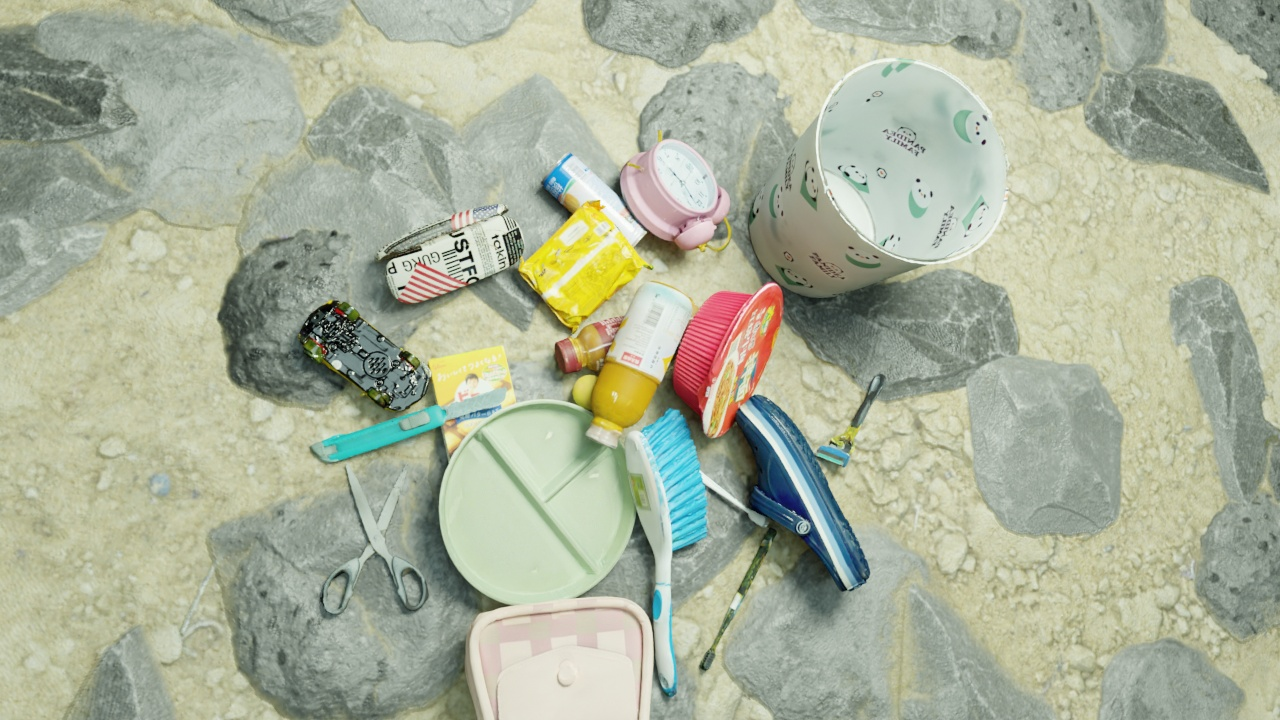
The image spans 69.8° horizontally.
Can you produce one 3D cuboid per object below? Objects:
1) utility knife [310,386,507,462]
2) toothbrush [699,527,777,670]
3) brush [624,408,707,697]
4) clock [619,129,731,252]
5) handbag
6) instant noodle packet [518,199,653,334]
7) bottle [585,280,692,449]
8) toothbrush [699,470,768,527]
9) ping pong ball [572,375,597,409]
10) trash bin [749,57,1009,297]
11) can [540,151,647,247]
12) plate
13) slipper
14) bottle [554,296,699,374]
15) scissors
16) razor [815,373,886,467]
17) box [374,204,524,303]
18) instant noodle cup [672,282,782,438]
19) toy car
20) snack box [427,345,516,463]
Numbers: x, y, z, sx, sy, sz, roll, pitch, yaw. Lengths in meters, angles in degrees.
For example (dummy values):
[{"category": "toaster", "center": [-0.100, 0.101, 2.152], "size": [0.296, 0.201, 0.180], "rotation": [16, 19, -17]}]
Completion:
[{"category": "utility knife", "center": [-0.251, 0.069, 1.003], "size": [0.222, 0.013, 0.029], "rotation": [-18, 87, -3]}, {"category": "toothbrush", "center": [0.118, 0.280, 1.085], "size": [0.012, 0.017, 0.185], "rotation": [29, 74, 4]}, {"category": "brush", "center": [0.034, 0.219, 1.050], "size": [0.109, 0.061, 0.314], "rotation": [-21, 103, -39]}, {"category": "clock", "center": [0.051, -0.195, 1.109], "size": [0.158, 0.060, 0.116], "rotation": [47, 44, -13]}, {"category": "handbag", "center": [-0.078, 0.365, 0.942], "size": [0.193, 0.094, 0.233], "rotation": [-1, 59, -13]}, {"category": "instant noodle packet", "center": [-0.065, -0.112, 1.072], "size": [0.128, 0.044, 0.111], "rotation": [-40, 97, 10]}, {"category": "bottle", "center": [-0.006, 0.006, 1.019], "size": [0.068, 0.068, 0.189], "rotation": [26, 83, -9]}, {"category": "toothbrush", "center": [0.079, 0.145, 1.102], "size": [0.180, 0.016, 0.016], "rotation": [36, 76, -4]}, {"category": "ping pong ball", "center": [-0.059, 0.037, 1.069], "size": [0.040, 0.040, 0.040], "rotation": [3, 79, -15]}, {"category": "trash bin", "center": [0.258, -0.190, 1.083], "size": [0.229, 0.252, 0.229], "rotation": [3, 79, -15]}, {"category": "can", "center": [-0.053, -0.186, 1.104], "size": [0.134, 0.053, 0.053], "rotation": [43, 73, -4]}, {"category": "plate", "center": [-0.112, 0.157, 1.018], "size": [0.230, 0.027, 0.230], "rotation": [0, 90, -24]}, {"category": "slipper", "center": [0.180, 0.161, 1.087], "size": [0.095, 0.105, 0.252], "rotation": [-31, 82, 9]}, {"category": "bottle", "center": [-0.014, -0.027, 1.084], "size": [0.174, 0.057, 0.057], "rotation": [-17, 85, -17]}, {"category": "scissors", "center": [-0.289, 0.199, 0.997], "size": [0.159, 0.014, 0.181], "rotation": [-38, 89, -20]}, {"category": "razor", "center": [0.275, 0.075, 1.163], "size": [0.043, 0.022, 0.142], "rotation": [21, 65, 35]}, {"category": "box", "center": [-0.220, -0.130, 1.047], "size": [0.162, 0.087, 0.076], "rotation": [-25, 127, -14]}, {"category": "instant noodle cup", "center": [0.095, -0.009, 1.064], "size": [0.066, 0.194, 0.193], "rotation": [24, 73, 20]}, {"category": "toy car", "center": [-0.304, -0.002, 1.011], "size": [0.156, 0.041, 0.071], "rotation": [37, 73, -2]}, {"category": "snack box", "center": [-0.184, 0.059, 1.038], "size": [0.086, 0.034, 0.140], "rotation": [-12, 82, -17]}]
